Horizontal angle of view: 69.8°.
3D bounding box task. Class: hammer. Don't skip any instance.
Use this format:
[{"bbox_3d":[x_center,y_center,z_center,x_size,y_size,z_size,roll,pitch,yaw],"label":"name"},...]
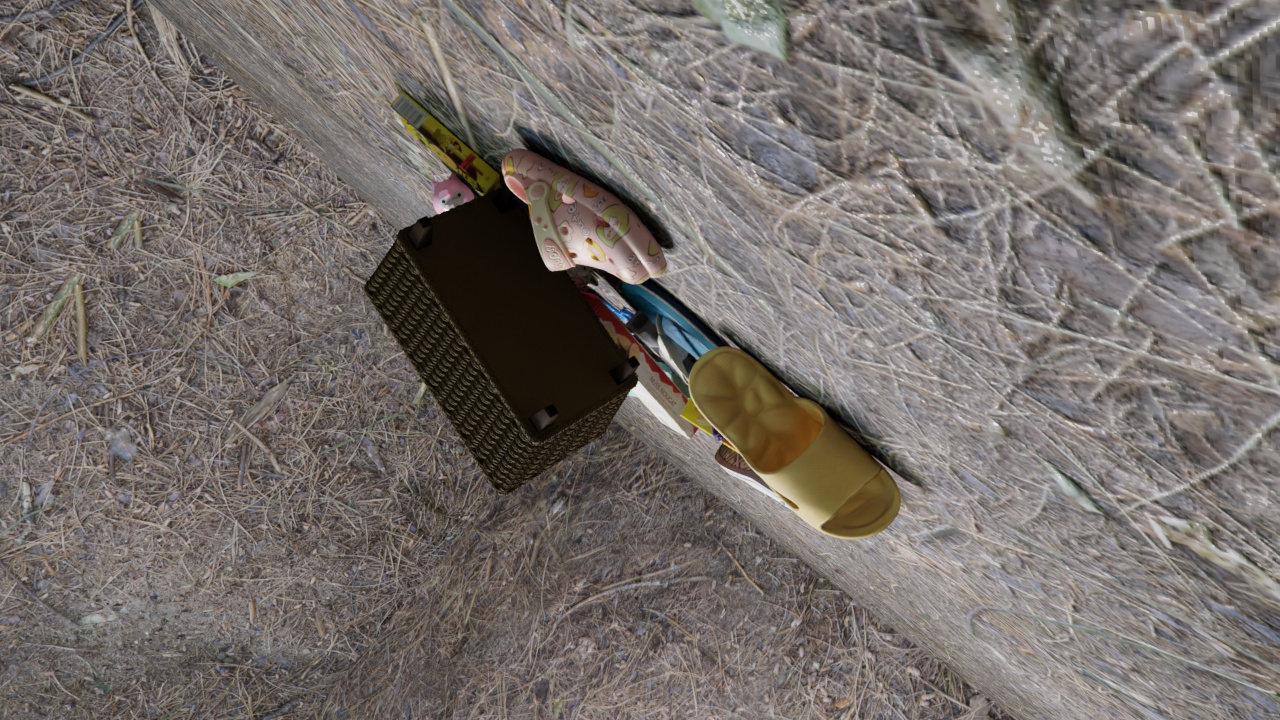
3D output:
[{"bbox_3d":[0.082,0.033,1.260,0.139,0.035,0.312,38,175,47],"label":"hammer"}]

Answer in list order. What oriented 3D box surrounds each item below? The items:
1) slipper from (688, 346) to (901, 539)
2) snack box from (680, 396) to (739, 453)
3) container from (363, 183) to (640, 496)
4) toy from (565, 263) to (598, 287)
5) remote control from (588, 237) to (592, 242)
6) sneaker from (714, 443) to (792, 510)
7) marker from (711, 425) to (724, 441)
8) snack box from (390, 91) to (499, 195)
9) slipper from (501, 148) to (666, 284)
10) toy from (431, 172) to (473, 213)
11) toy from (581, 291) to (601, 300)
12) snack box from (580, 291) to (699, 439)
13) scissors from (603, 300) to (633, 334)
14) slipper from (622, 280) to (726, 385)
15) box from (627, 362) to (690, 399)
[{"bbox_3d":[0.156,0.088,0.947,0.263,0.099,0.078,43,-177,5],"label":"slipper"},{"bbox_3d":[0.133,0.095,1.105,0.092,0.042,0.201,29,180,-28],"label":"snack box"},{"bbox_3d":[-0.159,-0.036,1.095,0.321,0.176,0.206,56,148,6],"label":"container"},{"bbox_3d":[-0.092,-0.121,1.186,0.096,0.041,0.109,35,178,23],"label":"toy"},{"bbox_3d":[-0.075,-0.155,0.945,0.140,0.021,0.045,46,170,-15],"label":"remote control"},{"bbox_3d":[0.194,0.147,1.168,0.097,0.091,0.246,48,166,-28],"label":"sneaker"},{"bbox_3d":[0.090,0.046,1.106,0.133,0.018,0.015,-93,-14,-49],"label":"marker"},{"bbox_3d":[-0.233,-0.256,1.100,0.149,0.025,0.061,40,174,-6],"label":"snack box"},{"bbox_3d":[-0.067,-0.124,0.845,0.197,0.081,0.093,36,171,23],"label":"slipper"},{"bbox_3d":[-0.260,-0.206,1.362,0.123,0.067,0.158,-118,4,-58],"label":"toy"},{"bbox_3d":[-0.071,-0.077,1.350,0.102,0.050,0.065,37,-150,-6],"label":"toy"},{"bbox_3d":[-0.007,0.007,1.236,0.077,0.044,0.273,26,163,50],"label":"snack box"},{"bbox_3d":[-0.007,-0.048,1.314,0.127,0.013,0.125,42,172,-2],"label":"scissors"},{"bbox_3d":[0.082,0.015,1.049,0.295,0.060,0.118,40,177,-2],"label":"slipper"},{"bbox_3d":[0.020,0.043,1.412,0.187,0.055,0.138,9,149,41],"label":"box"}]
